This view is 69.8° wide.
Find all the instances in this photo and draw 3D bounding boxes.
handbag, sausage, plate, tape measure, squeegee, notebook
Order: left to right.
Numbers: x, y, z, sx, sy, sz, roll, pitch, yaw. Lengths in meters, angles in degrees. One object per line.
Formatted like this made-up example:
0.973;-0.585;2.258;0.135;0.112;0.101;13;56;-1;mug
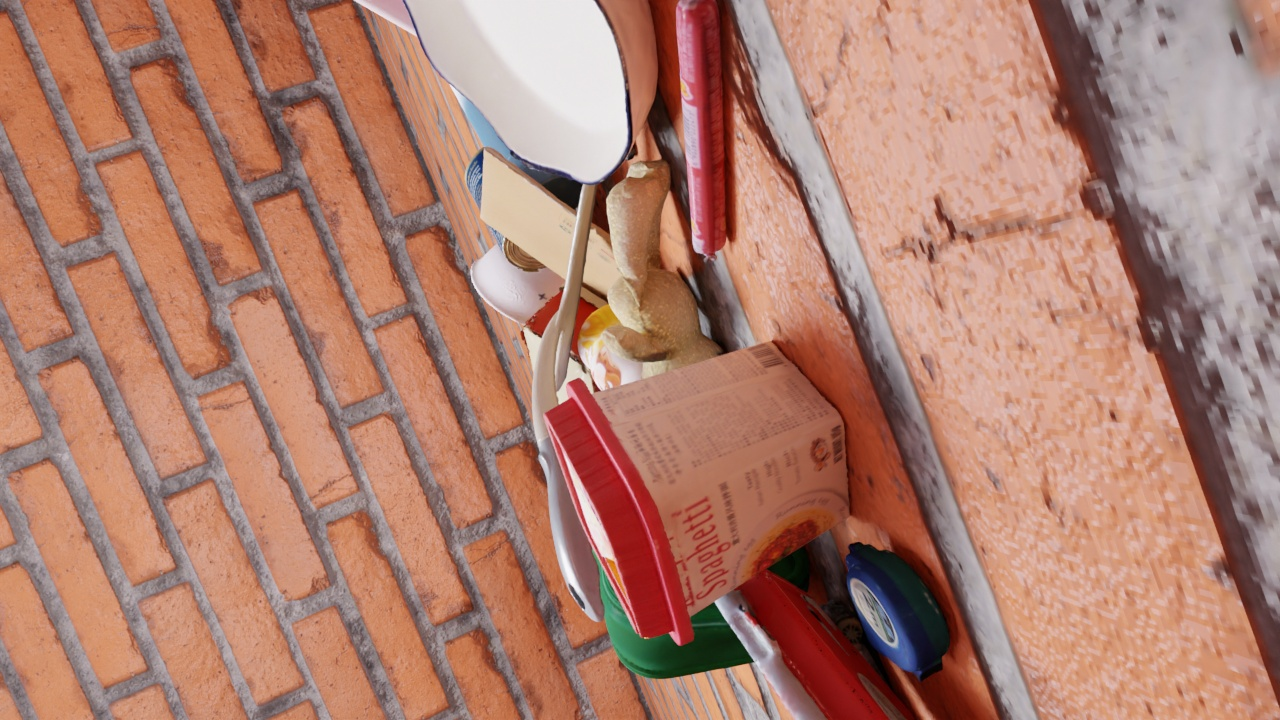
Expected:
-0.067;-0.192;0.491;0.205;0.045;0.205;41;160;18;plate
-0.062;-0.092;0.712;0.148;0.008;0.208;36;171;-6;notebook
-0.049;0.045;0.583;0.247;0.039;0.246;106;162;-55;squeegee
0.035;0.132;0.582;0.120;0.131;0.068;-116;23;-52;handbag
0.029;-0.103;0.426;0.156;0.020;0.020;82;162;-51;sausage
0.118;0.113;0.418;0.058;0.025;0.054;66;168;-14;tape measure

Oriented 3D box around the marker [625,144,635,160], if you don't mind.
-0.026;-0.144;0.626;0.124;0.015;0.018;30;142;67;marker

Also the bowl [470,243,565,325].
-0.104;-0.092;0.924;0.065;0.118;0.118;-57;45;29;bowl

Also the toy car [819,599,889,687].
0.126;0.195;0.518;0.054;0.036;0.120;85;162;-59;toy car

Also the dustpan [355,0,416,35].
-0.183;-0.281;0.614;0.223;0.273;0.138;134;138;-81;dustpan

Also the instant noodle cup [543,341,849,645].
0.031;0.058;0.460;0.116;0.124;0.116;-125;16;-50;instant noodle cup

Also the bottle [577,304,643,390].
-0.004;0.004;0.677;0.108;0.063;0.063;-125;16;-48;bottle

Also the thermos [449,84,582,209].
-0.109;-0.205;0.770;0.070;0.070;0.220;83;160;-54;thermos

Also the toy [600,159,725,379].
0.013;-0.040;0.545;0.105;0.066;0.157;-64;-35;-59;toy

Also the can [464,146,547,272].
-0.113;-0.146;0.866;0.075;0.075;0.111;82;161;-52;can

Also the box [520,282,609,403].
-0.054;0.018;0.828;0.091;0.079;0.168;33;154;23;box

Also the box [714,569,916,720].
0.107;0.185;0.437;0.087;0.048;0.201;38;-172;-47;box
